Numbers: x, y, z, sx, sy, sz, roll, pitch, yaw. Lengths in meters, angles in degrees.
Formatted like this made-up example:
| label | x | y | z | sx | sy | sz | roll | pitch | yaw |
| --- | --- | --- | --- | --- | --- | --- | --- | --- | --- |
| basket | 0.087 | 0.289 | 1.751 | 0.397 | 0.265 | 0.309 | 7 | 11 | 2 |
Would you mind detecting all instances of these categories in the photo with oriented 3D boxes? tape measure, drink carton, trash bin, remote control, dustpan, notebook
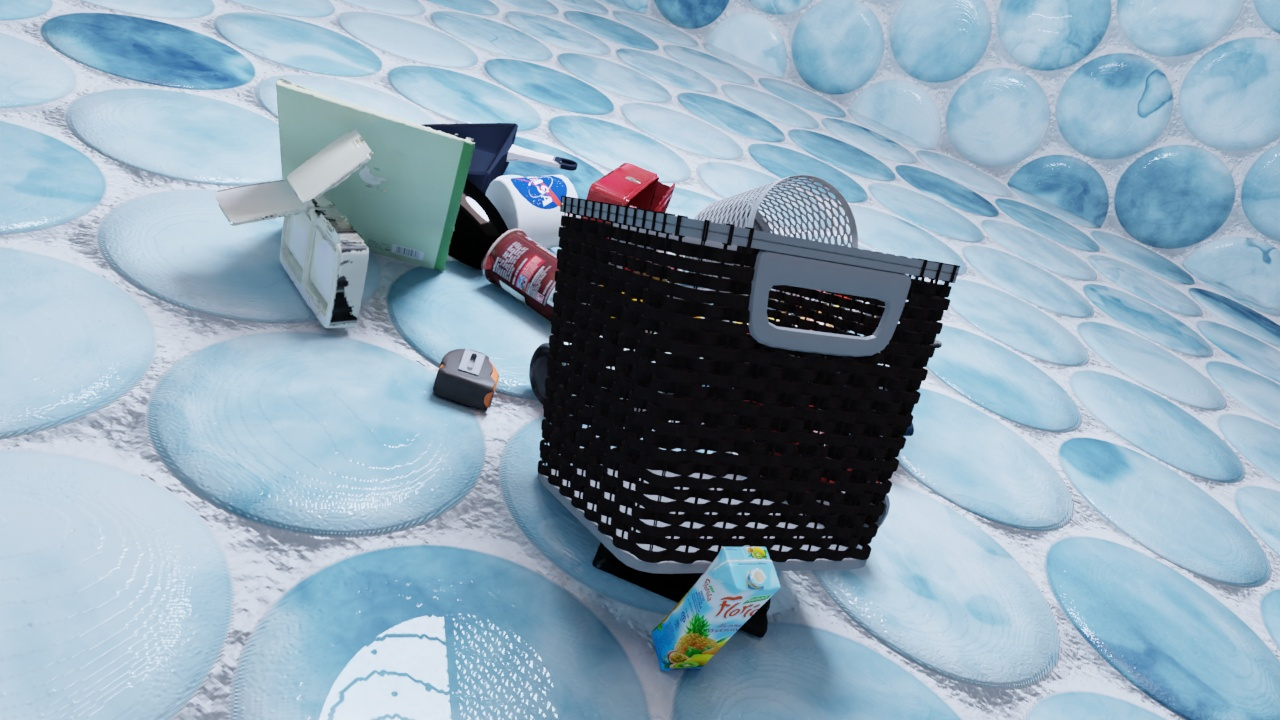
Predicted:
| label | x | y | z | sx | sy | sz | roll | pitch | yaw |
| --- | --- | --- | --- | --- | --- | --- | --- | --- | --- |
| tape measure | -0.163 | 0.013 | 0.877 | 0.058 | 0.038 | 0.058 | 19 | 29 | -6 |
| drink carton | 0.051 | 0.177 | 0.651 | 0.044 | 0.129 | 0.038 | 6 | 46 | -26 |
| trash bin | 0.159 | -0.147 | 1.183 | 0.156 | 0.156 | 0.183 | 6 | -1 | -26 |
| remote control | 0.037 | 0.178 | 0.752 | 0.150 | 0.022 | 0.047 | 23 | 29 | 1 |
| dustpan | -0.229 | -0.285 | 1.289 | 0.273 | 0.080 | 0.235 | 18 | 29 | -7 |
| notebook | -0.276 | -0.176 | 0.940 | 0.182 | 0.253 | 0.010 | 16 | 63 | -12 |

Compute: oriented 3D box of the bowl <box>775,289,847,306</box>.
| label | x | y | z | sx | sy | sz | roll | pitch | yaw |
| --- | --- | --- | --- | --- | --- | --- | --- | --- | --- |
| bowl | 0.238 | -0.096 | 1.312 | 0.130 | 0.045 | 0.130 | 27 | 25 | -14 |

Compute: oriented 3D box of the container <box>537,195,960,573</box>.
| label | x | y | z | sx | sy | sz | roll | pitch | yaw |
| --- | --- | --- | --- | --- | --- | --- | --- | --- | --- |
| container | 0.066 | 0.014 | 0.750 | 0.247 | 0.244 | 0.246 | 5 | 10 | -27 |

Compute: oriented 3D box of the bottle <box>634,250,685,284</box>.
| label | x | y | z | sx | sy | sz | roll | pitch | yaw |
| --- | --- | --- | --- | --- | --- | --- | --- | --- | --- |
| bottle | 0.022 | -0.108 | 1.188 | 0.056 | 0.056 | 0.105 | 24 | 29 | 3 |

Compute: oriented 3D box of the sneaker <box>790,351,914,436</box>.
| label | x | y | z | sx | sy | sz | roll | pitch | yaw |
| --- | --- | --- | --- | --- | --- | --- | --- | --- | --- |
| sneaker | 0.250 | 0.028 | 1.092 | 0.089 | 0.087 | 0.235 | 1 | 12 | -19 |

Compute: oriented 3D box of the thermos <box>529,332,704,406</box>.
| label | x | y | z | sx | sy | sz | roll | pitch | yaw |
| --- | --- | --- | --- | --- | --- | --- | --- | --- | --- |
| thermos | -0.006 | 0.006 | 0.968 | 0.229 | 0.068 | 0.068 | -5 | 39 | -41 |

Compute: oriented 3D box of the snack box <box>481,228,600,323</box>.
| label | x | y | z | sx | sy | sz | roll | pitch | yaw |
| --- | --- | --- | --- | --- | --- | --- | --- | --- | --- |
| snack box | -0.113 | -0.092 | 1.054 | 0.121 | 0.072 | 0.072 | 34 | 31 | 19 |

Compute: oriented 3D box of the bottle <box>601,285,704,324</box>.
| label | x | y | z | sx | sy | sz | roll | pitch | yaw |
| --- | --- | --- | --- | --- | --- | --- | --- | --- | --- |
| bottle | 0.016 | -0.061 | 1.118 | 0.143 | 0.043 | 0.043 | 11 | 31 | -19 |

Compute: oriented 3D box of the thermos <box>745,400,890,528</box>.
| label | x | y | z | sx | sy | sz | roll | pitch | yaw |
| --- | --- | --- | --- | --- | --- | --- | --- | --- | --- |
| thermos | 0.172 | 0.099 | 0.927 | 0.108 | 0.084 | 0.198 | 43 | 10 | -38 |

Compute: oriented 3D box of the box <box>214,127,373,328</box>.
| label | x | y | z | sx | sy | sz | roll | pitch | yaw |
| --- | --- | --- | --- | --- | --- | --- | --- | --- | --- |
| box | -0.330 | -0.138 | 0.863 | 0.104 | 0.188 | 0.143 | -7 | 37 | -40 |

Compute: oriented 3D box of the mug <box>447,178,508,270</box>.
| label | x | y | z | sx | sy | sz | roll | pitch | yaw |
| --- | --- | --- | --- | --- | --- | --- | --- | --- | --- |
| mug | -0.202 | -0.157 | 1.109 | 0.100 | 0.085 | 0.119 | 43 | 3 | 11 |

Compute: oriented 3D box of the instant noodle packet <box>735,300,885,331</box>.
| label | x | y | z | sx | sy | sz | roll | pitch | yaw |
| --- | --- | --- | --- | --- | --- | --- | --- | --- | --- |
| instant noodle packet | 0.187 | -0.043 | 1.100 | 0.220 | 0.032 | 0.160 | -14 | 10 | -24 |

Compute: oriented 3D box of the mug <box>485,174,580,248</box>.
| label | x | y | z | sx | sy | sz | roll | pitch | yaw |
| --- | --- | --- | --- | --- | --- | --- | --- | --- | --- |
| mug | -0.145 | -0.197 | 1.169 | 0.090 | 0.091 | 0.121 | -12 | 51 | -33 |

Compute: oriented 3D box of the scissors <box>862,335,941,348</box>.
| label | x | y | z | sx | sy | sz | roll | pitch | yaw |
| --- | --- | --- | --- | --- | --- | --- | --- | --- | --- |
| scissors | 0.282 | -0.025 | 1.103 | 0.158 | 0.012 | 0.170 | 7 | 12 | 40 |

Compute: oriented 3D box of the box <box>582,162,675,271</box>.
| label | x | y | z | sx | sy | sz | roll | pitch | yaw |
| --- | --- | --- | --- | --- | --- | --- | --- | --- | --- |
| box | -0.023 | -0.177 | 1.204 | 0.087 | 0.129 | 0.157 | 20 | 27 | 5 |
